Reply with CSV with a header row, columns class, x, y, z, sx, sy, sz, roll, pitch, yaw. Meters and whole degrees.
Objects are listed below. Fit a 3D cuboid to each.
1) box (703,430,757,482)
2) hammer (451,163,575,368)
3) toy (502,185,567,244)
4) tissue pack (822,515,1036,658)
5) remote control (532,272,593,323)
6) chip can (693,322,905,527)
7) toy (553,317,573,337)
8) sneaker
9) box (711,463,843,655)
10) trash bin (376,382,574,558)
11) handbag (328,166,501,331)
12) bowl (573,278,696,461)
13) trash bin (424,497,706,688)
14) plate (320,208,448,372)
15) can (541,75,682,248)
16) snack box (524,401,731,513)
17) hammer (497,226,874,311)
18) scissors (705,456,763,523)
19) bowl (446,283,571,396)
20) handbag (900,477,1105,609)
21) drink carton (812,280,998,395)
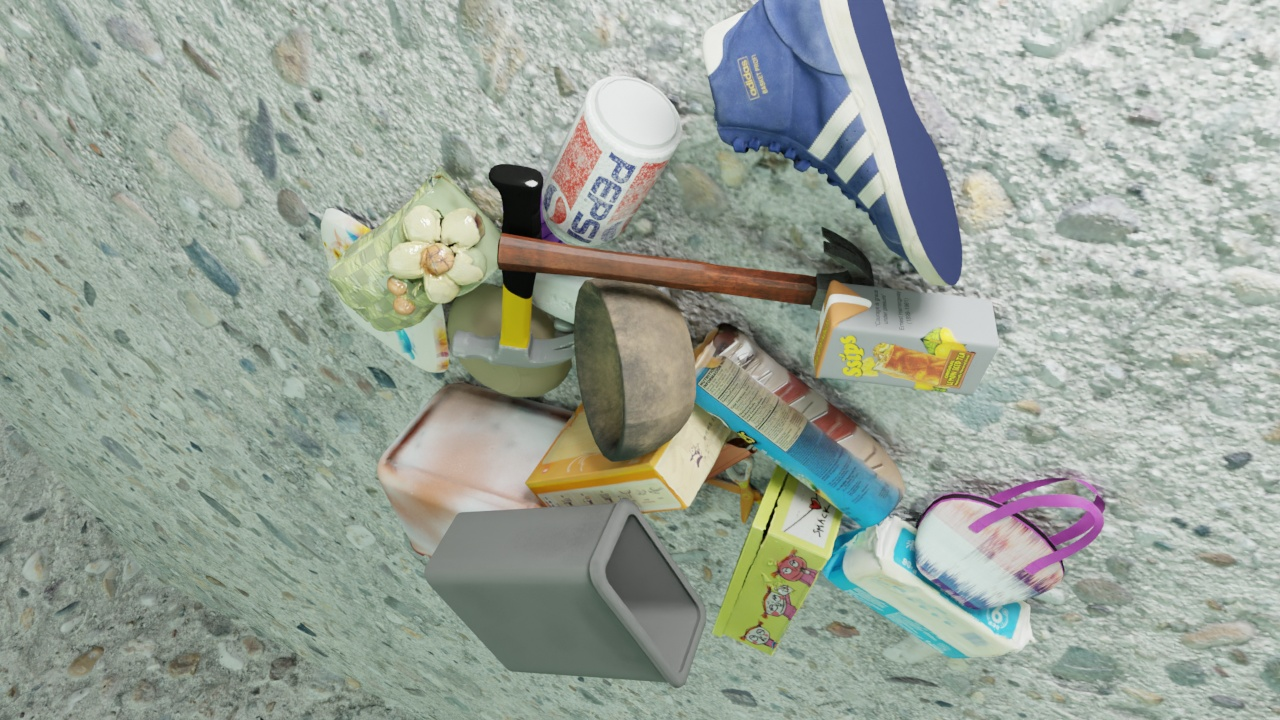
class,x,y,z,sx,sy,sz,roll,pitch,yaw
box,0.069,0.109,0.990,0.060,0.057,0.187,63,144,13
hammer,-0.109,-0.069,0.818,0.127,0.029,0.324,9,154,-5
toy,-0.086,-0.120,0.832,0.088,0.055,0.106,-14,124,48
tissue pack,0.298,0.242,0.949,0.209,0.065,0.117,34,151,-3
remote control,-0.054,-0.059,0.902,0.114,0.028,0.060,18,142,20
chip can,0.141,0.060,0.852,0.229,0.079,0.080,37,144,-6
toy,-0.038,-0.016,0.940,0.112,0.030,0.049,23,148,13
sneaker,0.123,-0.139,0.619,0.119,0.091,0.233,-7,128,36
box,0.144,0.204,0.966,0.082,0.124,0.221,23,140,8
trash bin,-0.163,0.149,1.105,0.260,0.181,0.157,14,139,26
handbag,-0.217,-0.089,0.893,0.187,0.116,0.113,-34,116,20
bowl,-0.005,0.005,0.812,0.070,0.162,0.163,-8,147,-17
trash bin,-0.075,0.237,0.932,0.220,0.097,0.192,-9,127,33
plate,-0.296,-0.073,1.052,0.187,0.016,0.187,33,145,19
can,-0.027,-0.153,0.729,0.078,0.078,0.136,35,145,-3
snack box,-0.002,0.090,0.939,0.196,0.144,0.080,-16,121,46
hammer,0.037,-0.068,0.729,0.300,0.028,0.111,7,140,-3
scissors,0.122,0.147,1.025,0.125,0.011,0.130,14,139,22
bowl,-0.155,-0.011,1.018,0.152,0.050,0.153,21,143,17
handbag,0.340,0.156,0.834,0.144,0.067,0.170,37,138,-6
drink carton,0.201,-0.017,0.707,0.125,0.048,0.076,7,141,3
